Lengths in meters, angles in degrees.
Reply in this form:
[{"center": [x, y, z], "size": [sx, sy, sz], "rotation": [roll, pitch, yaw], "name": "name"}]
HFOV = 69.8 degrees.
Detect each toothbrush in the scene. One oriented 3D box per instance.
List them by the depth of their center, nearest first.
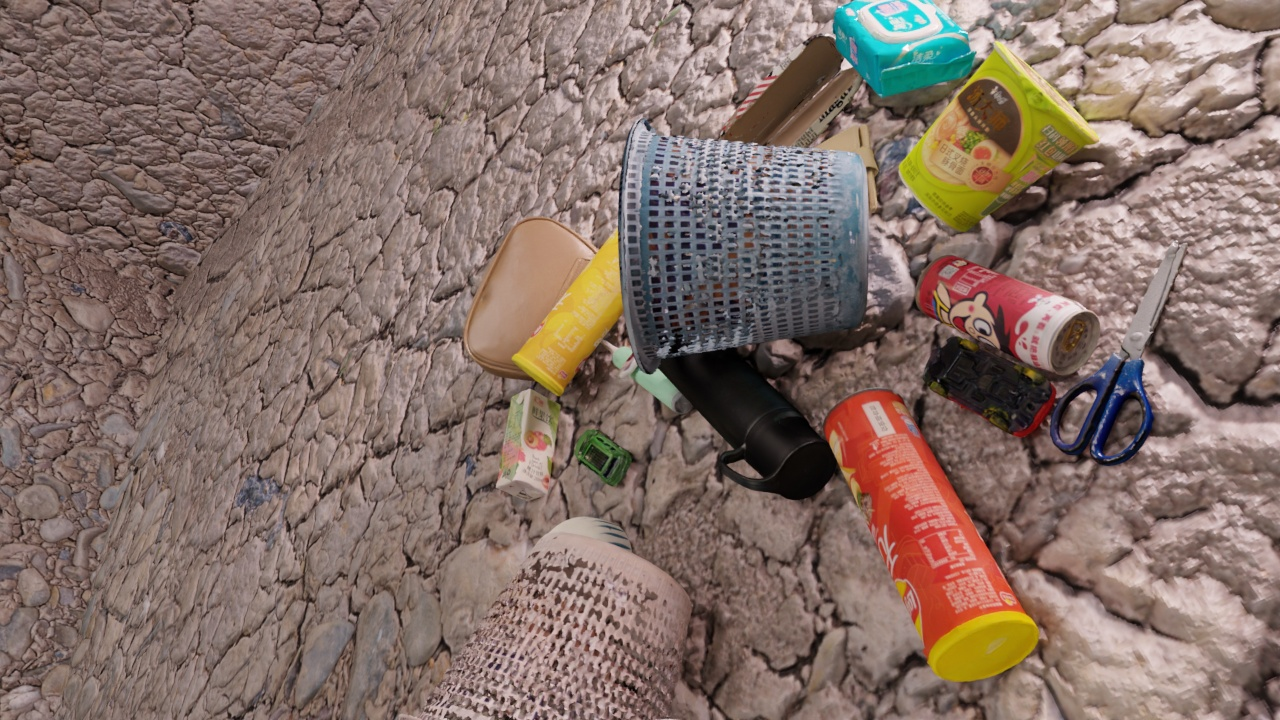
[{"center": [0.035, -0.053, 0.997], "size": [0.187, 0.017, 0.016], "rotation": [-50, 36, -3], "name": "toothbrush"}, {"center": [-0.006, 0.006, 1.025], "size": [0.027, 0.026, 0.224], "rotation": [-58, 35, 3], "name": "toothbrush"}]

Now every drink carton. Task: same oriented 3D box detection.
[{"center": [-0.133, 0.101, 1.089], "size": [0.046, 0.053, 0.122], "rotation": [-26, 47, 39], "name": "drink carton"}]

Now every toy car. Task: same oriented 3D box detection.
[{"center": [0.260, 0.018, 0.689], "size": [0.049, 0.031, 0.106], "rotation": [-57, 37, 3], "name": "toy car"}, {"center": [-0.044, 0.103, 0.996], "size": [0.043, 0.036, 0.091], "rotation": [-62, 32, 0], "name": "toy car"}]

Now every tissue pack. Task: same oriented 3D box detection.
[{"center": [0.249, -0.305, 0.878], "size": [0.093, 0.050, 0.133], "rotation": [-15, 45, -3], "name": "tissue pack"}]

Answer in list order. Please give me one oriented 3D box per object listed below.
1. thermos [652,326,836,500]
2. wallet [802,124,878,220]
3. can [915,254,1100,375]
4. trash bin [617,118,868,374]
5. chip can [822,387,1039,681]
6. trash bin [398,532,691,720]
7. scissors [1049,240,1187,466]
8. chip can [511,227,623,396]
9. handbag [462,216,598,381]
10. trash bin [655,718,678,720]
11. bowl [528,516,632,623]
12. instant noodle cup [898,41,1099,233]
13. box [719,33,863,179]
[{"center": [0.078, 0.039, 0.848], "size": [0.242, 0.089, 0.068], "rotation": [-131, 32, -54], "name": "thermos"}, {"center": [0.196, -0.178, 0.911], "size": [0.087, 0.024, 0.115], "rotation": [-26, 47, 37], "name": "wallet"}, {"center": [0.273, -0.036, 0.692], "size": [0.053, 0.053, 0.133], "rotation": [-57, 36, 5], "name": "can"}, {"center": [0.097, -0.100, 0.804], "size": [0.195, 0.227, 0.226], "rotation": [0, 60, 11], "name": "trash bin"}, {"center": [0.199, 0.116, 0.660], "size": [0.073, 0.073, 0.216], "rotation": [-42, 40, 23], "name": "chip can"}, {"center": [-0.057, 0.262, 0.772], "size": [0.228, 0.227, 0.191], "rotation": [-10, 46, 47], "name": "trash bin"}, {"center": [0.344, -0.006, 0.622], "size": [0.175, 0.012, 0.108], "rotation": [-49, 35, 13], "name": "scissors"}, {"center": [-0.057, -0.063, 1.063], "size": [0.213, 0.072, 0.072], "rotation": [-53, 35, -7], "name": "chip can"}, {"center": [-0.127, -0.069, 1.146], "size": [0.148, 0.100, 0.204], "rotation": [24, 82, 9], "name": "handbag"}, {"center": [0.109, 0.324, 0.509], "size": [0.253, 0.229, 0.229], "rotation": [-16, 54, 38], "name": "trash bin"}, {"center": [-0.070, 0.210, 0.926], "size": [0.117, 0.066, 0.116], "rotation": [-29, 46, 35], "name": "bowl"}, {"center": [0.280, -0.171, 0.743], "size": [0.124, 0.111, 0.111], "rotation": [-47, 37, 31], "name": "instant noodle cup"}, {"center": [0.166, -0.258, 0.970], "size": [0.163, 0.076, 0.088], "rotation": [-45, 56, 17], "name": "box"}]
